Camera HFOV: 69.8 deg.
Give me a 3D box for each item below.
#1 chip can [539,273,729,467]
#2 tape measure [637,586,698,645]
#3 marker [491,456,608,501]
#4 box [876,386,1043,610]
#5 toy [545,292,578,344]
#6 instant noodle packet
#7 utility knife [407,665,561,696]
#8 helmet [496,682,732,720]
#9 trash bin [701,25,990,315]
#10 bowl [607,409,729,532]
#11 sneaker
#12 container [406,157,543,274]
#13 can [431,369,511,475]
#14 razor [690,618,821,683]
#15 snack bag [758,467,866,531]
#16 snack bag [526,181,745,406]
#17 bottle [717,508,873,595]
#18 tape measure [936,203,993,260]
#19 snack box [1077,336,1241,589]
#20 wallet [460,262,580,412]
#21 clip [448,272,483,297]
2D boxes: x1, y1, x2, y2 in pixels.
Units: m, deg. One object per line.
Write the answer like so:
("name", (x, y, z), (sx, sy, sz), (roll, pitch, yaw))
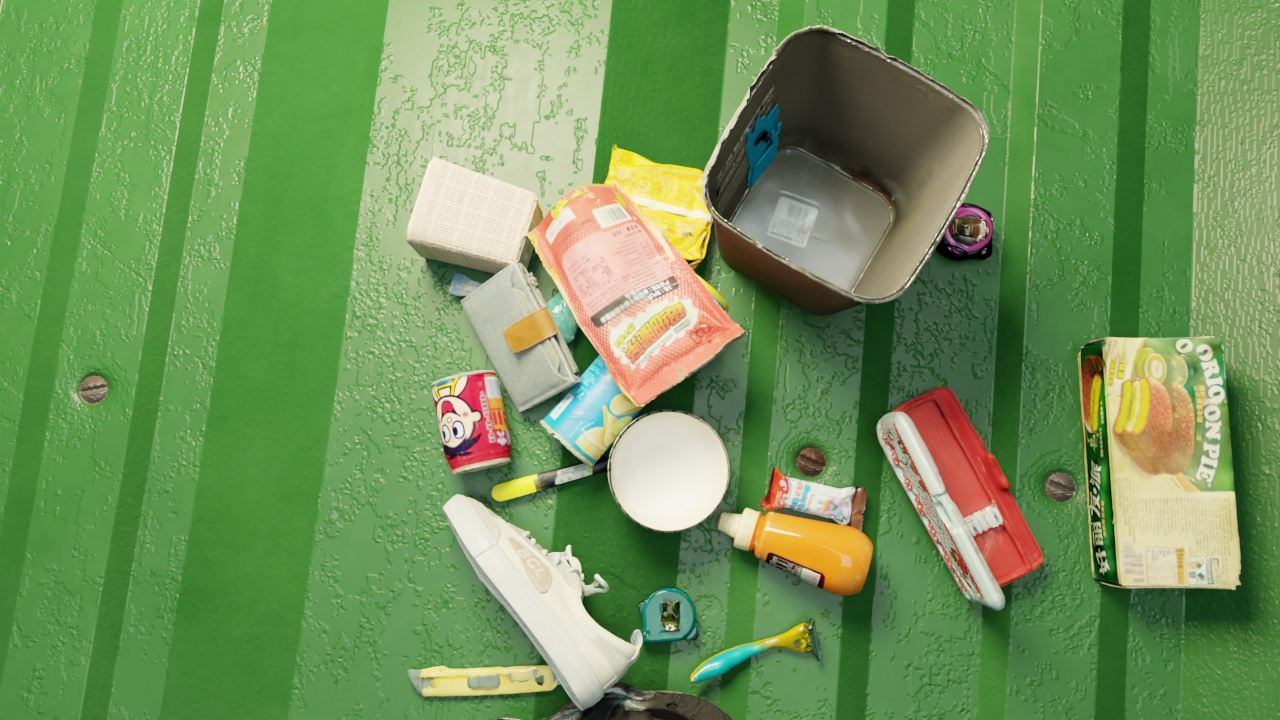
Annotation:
("chip can", (-0.005, 0.005, 0.913), (0.071, 0.071, 0.210), (40, 86, 6))
("tape measure", (0.027, 0.252, 0.904), (0.058, 0.025, 0.054), (-5, 84, 0))
("marker", (-0.090, 0.120, 0.930), (0.124, 0.015, 0.018), (-15, 84, -3))
("box", (0.312, 0.126, 0.875), (0.094, 0.100, 0.201), (-27, 84, -1))
("toy", (-0.066, -0.052, 0.943), (0.096, 0.030, 0.092), (44, 88, 0))
("instant noodle packet", (0.014, -0.158, 0.946), (0.128, 0.044, 0.110), (15, 79, 1))
("utility knife", (-0.140, 0.315, 0.910), (0.182, 0.019, 0.031), (-3, 89, -3))
("helmet", (-0.027, 0.424, 0.809), (0.274, 0.229, 0.157), (-13, 125, -4))
("trash bin", (0.169, -0.151, 0.853), (0.198, 0.220, 0.199), (31, 85, 4))
("bowl", (0.024, 0.106, 0.898), (0.116, 0.066, 0.116), (0, 88, -6))
("sneaker", (-0.093, 0.206, 0.872), (0.090, 0.090, 0.242), (-35, 67, -21))
("container", (-0.163, -0.139, 0.927), (0.111, 0.090, 0.090), (16, 84, 1))
("can", (-0.167, 0.062, 0.912), (0.066, 0.066, 0.093), (-13, 83, 0))
("razor", (0.111, 0.288, 0.896), (0.132, 0.028, 0.043), (-18, 114, -3))
("snack bag", (0.172, 0.138, 0.914), (0.105, 0.026, 0.045), (13, 80, 1))
("snack bag", (-0.011, -0.069, 0.866), (0.128, 0.073, 0.208), (-32, 74, -11))
("bottle", (0.147, 0.179, 0.895), (0.149, 0.067, 0.066), (16, 83, 11))
("tape measure", (0.330, -0.131, 0.935), (0.058, 0.039, 0.057), (6, 83, 2))
("snack box", (0.501, 0.098, 0.891), (0.114, 0.063, 0.240), (-1, 83, 1))
("wallet", (-0.119, -0.020, 0.901), (0.036, 0.107, 0.129), (-28, 90, -44))
("clip", (-0.170, -0.072, 0.953), (0.058, 0.037, 0.026), (20, 81, 3))
